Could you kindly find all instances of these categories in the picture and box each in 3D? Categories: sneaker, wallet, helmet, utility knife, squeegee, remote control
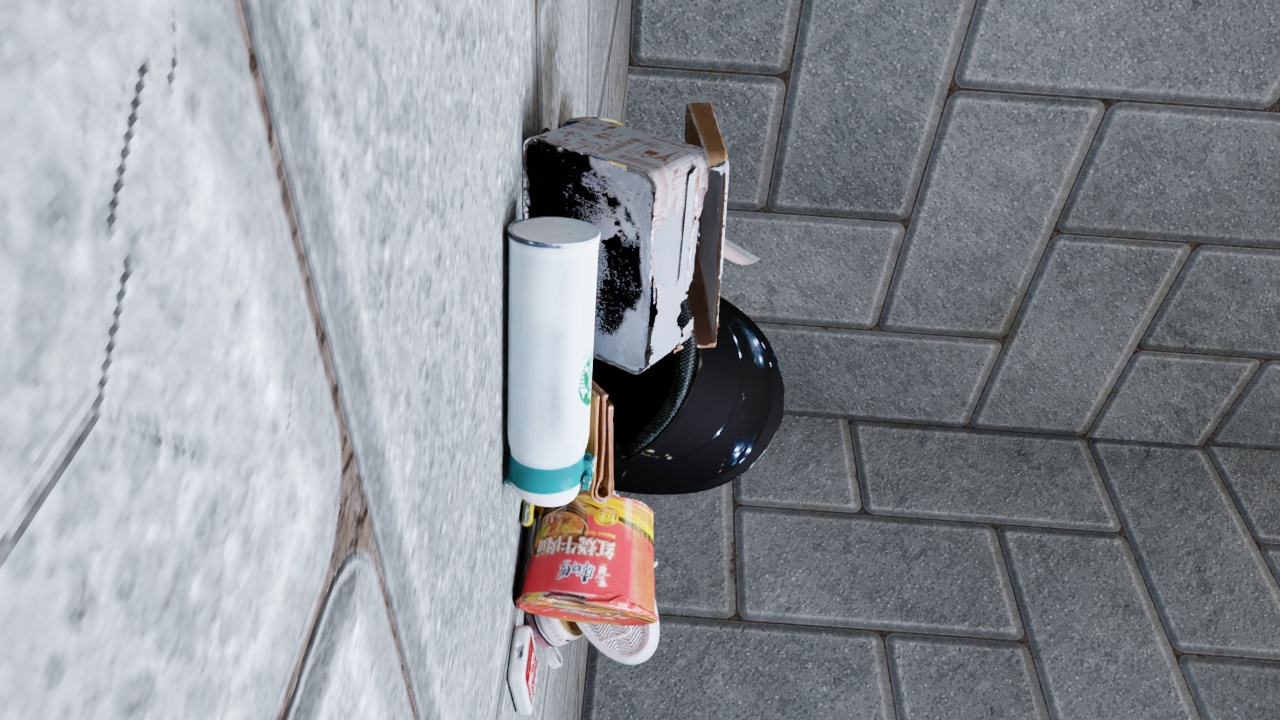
[{"bbox_3d":[-0.080,0.280,1.070,0.118,0.088,0.240,65,19,6],"label":"sneaker"},{"bbox_3d":[-0.062,0.043,0.800,0.131,0.035,0.119,36,-46,50],"label":"wallet"},{"bbox_3d":[0.011,0.028,0.964,0.275,0.230,0.233,-1,-111,63],"label":"helmet"},{"bbox_3d":[-0.105,0.147,0.935,0.164,0.015,0.033,45,46,-90],"label":"utility knife"},{"bbox_3d":[-0.038,-0.159,0.938,0.040,0.247,0.250,-63,-153,2],"label":"squeegee"},{"bbox_3d":[-0.037,0.220,1.008,0.090,0.090,0.242,37,24,-56],"label":"sneaker"},{"bbox_3d":[-0.115,0.311,0.916,0.136,0.020,0.055,94,0,-55],"label":"remote control"}]

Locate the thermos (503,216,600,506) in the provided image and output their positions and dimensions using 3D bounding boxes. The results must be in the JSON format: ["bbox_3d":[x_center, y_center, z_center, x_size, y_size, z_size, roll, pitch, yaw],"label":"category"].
[{"bbox_3d":[-0.067,0.007,0.703,0.073,0.073,0.224,-86,180,-65],"label":"thermos"}]

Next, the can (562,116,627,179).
[{"bbox_3d":[-0.050,-0.227,1.008,0.148,0.074,0.049,-77,169,-88],"label":"can"}]

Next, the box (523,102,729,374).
[{"bbox_3d":[0.017,-0.113,0.769,0.180,0.153,0.183,-36,140,-46],"label":"box"}]

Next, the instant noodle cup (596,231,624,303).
[{"bbox_3d":[-0.049,-0.087,1.245,0.194,0.065,0.194,173,-89,-78],"label":"instant noodle cup"}]

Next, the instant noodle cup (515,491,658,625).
[{"bbox_3d":[-0.046,0.194,0.896,0.138,0.138,0.108,94,2,-67],"label":"instant noodle cup"}]
